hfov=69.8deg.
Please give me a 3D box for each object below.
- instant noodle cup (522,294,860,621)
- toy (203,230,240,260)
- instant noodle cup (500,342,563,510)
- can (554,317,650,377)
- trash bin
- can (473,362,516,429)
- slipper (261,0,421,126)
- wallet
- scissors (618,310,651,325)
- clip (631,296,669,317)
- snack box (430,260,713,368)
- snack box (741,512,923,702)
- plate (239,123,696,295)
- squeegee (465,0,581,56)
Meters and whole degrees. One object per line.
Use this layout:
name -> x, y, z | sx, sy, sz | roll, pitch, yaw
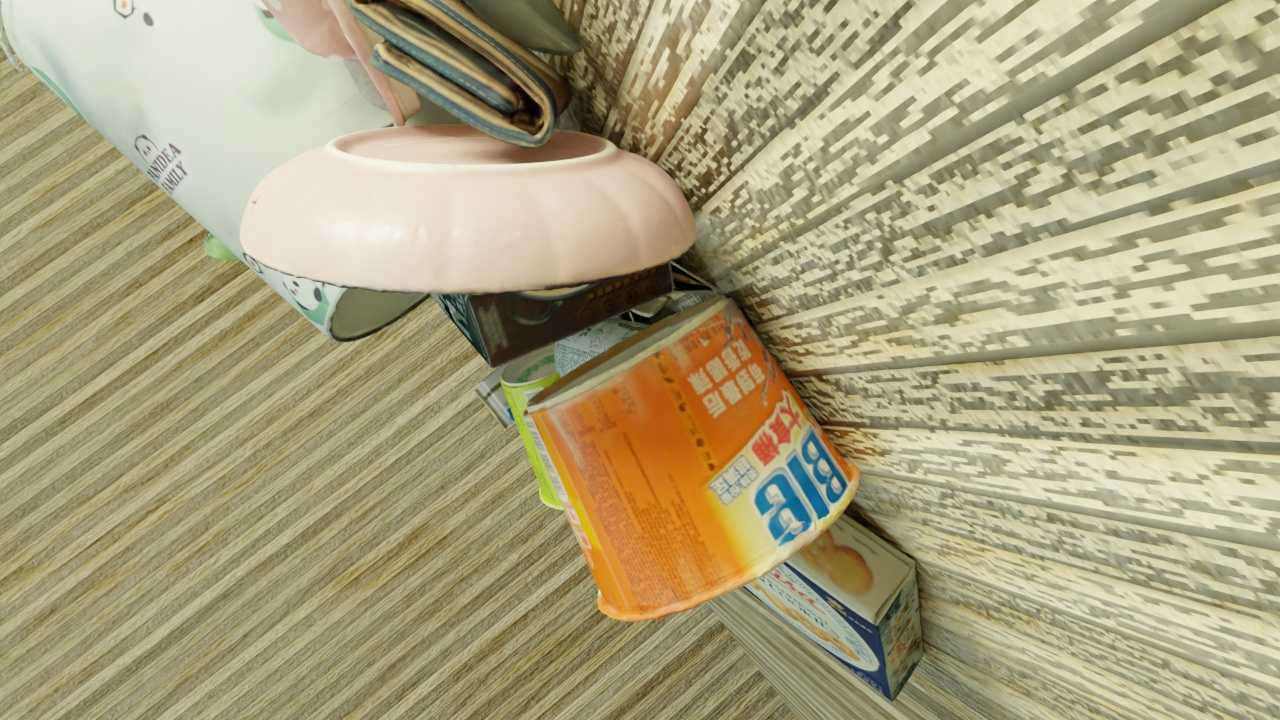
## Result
instant noodle cup -> 0.018, 0.043, 0.466 | 0.111, 0.151, 0.151 | 61, 171, -6
toy -> -0.239, -0.112, 0.779 | 0.227, 0.090, 0.246 | 4, 178, 23
instant noodle cup -> -0.062, 0.048, 0.804 | 0.112, 0.111, 0.123 | 34, 151, 63
can -> -0.004, 0.004, 0.608 | 0.058, 0.058, 0.147 | 55, 162, -23
trash bin -> -0.211, -0.164, 0.583 | 0.252, 0.229, 0.230 | 46, 171, 1
can -> -0.095, 0.007, 0.894 | 0.053, 0.134, 0.053 | 50, 172, 10
slipper -> -0.180, -0.215, 0.381 | 0.274, 0.054, 0.114 | 61, 175, -31
wallet -> -0.072, -0.131, 0.398 | 0.090, 0.033, 0.115 | 33, -162, -12
scissors -> 0.018, 0.024, 0.696 | 0.159, 0.014, 0.179 | 59, 159, -7
clip -> -0.019, -0.053, 0.611 | 0.070, 0.034, 0.100 | 55, 166, -16
snack box -> -0.045, -0.053, 0.489 | 0.113, 0.125, 0.053 | 40, 150, 54
snack box -> 0.099, 0.132, 0.612 | 0.178, 0.045, 0.182 | 33, 163, 33
plate -> -0.071, -0.075, 0.395 | 0.192, 0.192, 0.039 | -141, 48, -56
squeegee -> -0.088, -0.172, 0.300 | 0.248, 0.040, 0.249 | 11, 163, 32
